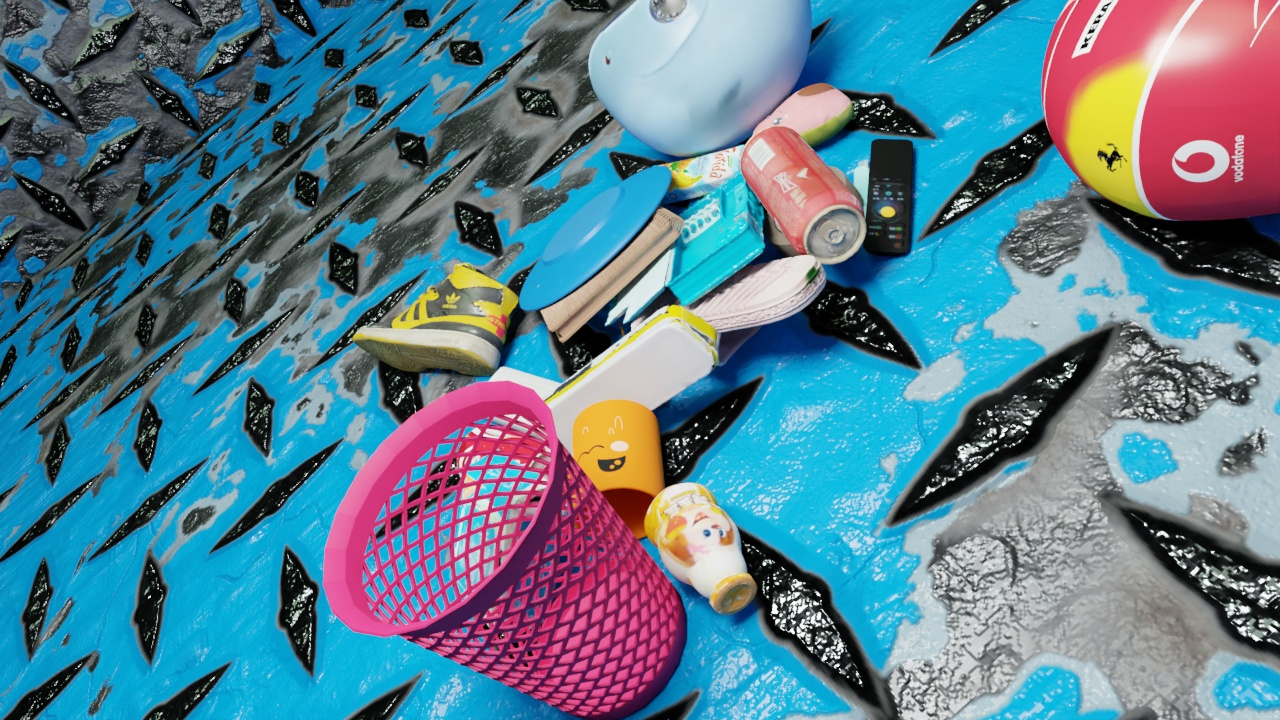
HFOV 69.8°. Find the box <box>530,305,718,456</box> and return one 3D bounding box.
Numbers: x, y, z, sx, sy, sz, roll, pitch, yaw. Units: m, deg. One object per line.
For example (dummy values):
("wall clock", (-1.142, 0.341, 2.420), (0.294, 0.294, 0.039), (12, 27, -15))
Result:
("box", (-0.019, 0.025, 0.817), (0.210, 0.065, 0.044), (-35, 35, 38))

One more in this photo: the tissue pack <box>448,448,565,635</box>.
("tissue pack", (-0.116, 0.158, 0.780), (0.093, 0.061, 0.144), (23, 108, 47))

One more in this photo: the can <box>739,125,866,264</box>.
("can", (0.144, -0.152, 0.830), (0.067, 0.067, 0.170), (-32, 37, 9))

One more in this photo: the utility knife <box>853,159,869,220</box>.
("utility knife", (0.217, -0.160, 0.890), (0.022, 0.015, 0.120), (0, 50, 13))

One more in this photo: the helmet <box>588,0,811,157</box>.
("helmet", (0.086, -0.334, 1.015), (0.266, 0.225, 0.167), (-43, 71, 27))

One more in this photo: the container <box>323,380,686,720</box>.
("container", (-0.075, 0.155, 0.653), (0.183, 0.226, 0.182), (-22, 42, 21))

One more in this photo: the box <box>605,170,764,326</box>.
("box", (0.039, -0.103, 0.905), (0.182, 0.039, 0.226), (-36, 16, 20))

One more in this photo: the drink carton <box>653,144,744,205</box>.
("drink carton", (0.069, -0.208, 1.033), (0.129, 0.038, 0.044), (-5, 59, 36))

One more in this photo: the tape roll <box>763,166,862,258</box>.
("tape roll", (0.166, -0.141, 0.887), (0.094, 0.030, 0.093), (-32, 38, 28))

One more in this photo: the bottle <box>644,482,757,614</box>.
("bottle", (0.047, 0.143, 0.697), (0.063, 0.063, 0.109), (-39, 39, 1))

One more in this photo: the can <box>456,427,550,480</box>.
("can", (-0.122, 0.101, 0.872), (0.105, 0.064, 0.064), (10, 60, 44))

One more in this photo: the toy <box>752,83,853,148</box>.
("toy", (0.172, -0.254, 0.987), (0.110, 0.051, 0.090), (-35, 35, 9))

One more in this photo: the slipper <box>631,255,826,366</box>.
("slipper", (0.078, -0.038, 0.835), (0.094, 0.064, 0.240), (-44, 20, -29))

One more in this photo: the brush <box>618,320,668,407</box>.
("brush", (-0.005, 0.005, 0.907), (0.048, 0.017, 0.126), (-31, 40, 11))

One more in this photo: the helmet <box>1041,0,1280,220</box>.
("helmet", (0.416, -0.220, 0.646), (0.270, 0.198, 0.224), (-36, 38, -9))

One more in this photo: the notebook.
("notebook", (-0.042, -0.109, 0.990), (0.169, 0.022, 0.210), (-43, 21, 3))

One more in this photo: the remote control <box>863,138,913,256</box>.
("remote control", (0.234, -0.155, 0.865), (0.041, 0.020, 0.151), (5, 53, 13))

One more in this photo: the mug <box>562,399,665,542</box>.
("mug", (-0.033, 0.103, 0.792), (0.113, 0.077, 0.095), (-33, 38, 25))

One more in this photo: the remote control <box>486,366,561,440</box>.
("remote control", (-0.122, 0.043, 0.958), (0.139, 0.025, 0.060), (14, 62, 48))

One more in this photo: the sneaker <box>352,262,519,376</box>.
("sneaker", (-0.242, -0.052, 1.095), (0.239, 0.086, 0.122), (5, 62, 37))

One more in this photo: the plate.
("plate", (-0.059, -0.144, 1.015), (0.225, 0.024, 0.224), (-37, 22, 18))
